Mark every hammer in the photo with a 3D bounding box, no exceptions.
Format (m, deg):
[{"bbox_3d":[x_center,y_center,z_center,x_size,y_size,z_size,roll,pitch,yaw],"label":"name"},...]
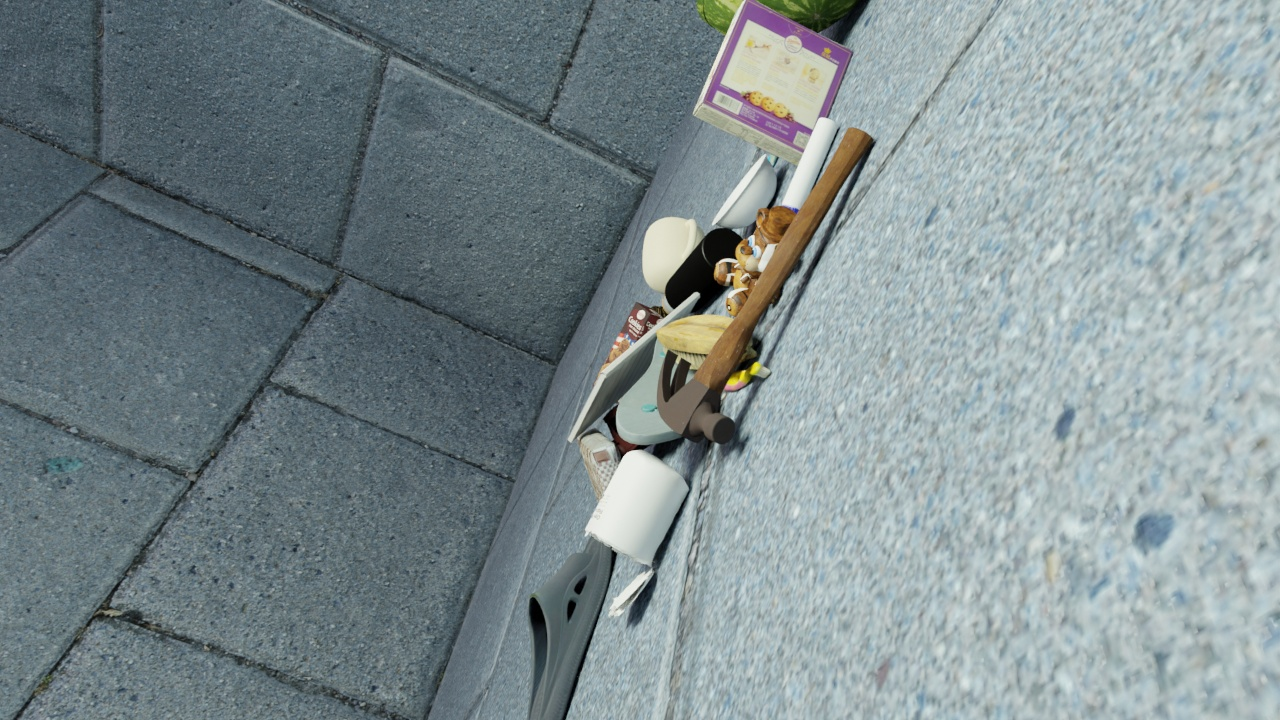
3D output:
[{"bbox_3d":[0.118,-0.071,0.850,0.323,0.033,0.115,-59,34,2],"label":"hammer"}]

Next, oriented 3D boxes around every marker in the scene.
[{"bbox_3d":[0.177,-0.195,0.985,0.027,0.023,0.133,18,84,61],"label":"marker"}]

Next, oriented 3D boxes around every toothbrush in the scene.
[{"bbox_3d":[0.101,0.016,0.903,0.135,0.016,0.021,143,148,-78],"label":"toothbrush"}]

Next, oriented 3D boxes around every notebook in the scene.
[{"bbox_3d":[-0.007,0.007,1.168,0.209,0.009,0.143,-41,-14,-42],"label":"notebook"}]

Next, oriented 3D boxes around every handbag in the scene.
[{"bbox_3d":[-0.034,0.150,1.104,0.186,0.047,0.124,-171,63,-81],"label":"handbag"}]

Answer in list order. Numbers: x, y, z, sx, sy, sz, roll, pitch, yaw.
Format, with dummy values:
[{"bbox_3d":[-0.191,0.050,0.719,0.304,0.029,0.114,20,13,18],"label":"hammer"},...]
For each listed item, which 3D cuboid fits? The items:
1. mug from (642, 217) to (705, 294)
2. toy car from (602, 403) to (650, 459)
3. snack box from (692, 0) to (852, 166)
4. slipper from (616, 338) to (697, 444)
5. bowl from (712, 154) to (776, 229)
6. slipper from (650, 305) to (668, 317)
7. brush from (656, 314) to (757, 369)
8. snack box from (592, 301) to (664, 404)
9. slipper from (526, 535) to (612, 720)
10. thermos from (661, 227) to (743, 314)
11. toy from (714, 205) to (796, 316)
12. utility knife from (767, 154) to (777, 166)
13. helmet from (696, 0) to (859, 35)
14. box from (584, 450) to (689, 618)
[{"bbox_3d":[0.056,-0.160,1.418,0.120,0.096,0.099,132,151,-51],"label":"mug"},{"bbox_3d":[0.002,0.074,1.126,0.070,0.062,0.170,-29,-8,-24],"label":"toy car"},{"bbox_3d":[0.155,-0.324,1.069,0.041,0.143,0.148,150,144,-77],"label":"snack box"},{"bbox_3d":[0.043,0.036,1.027,0.268,0.098,0.055,-63,-30,-60],"label":"slipper"},{"bbox_3d":[0.141,-0.204,1.164,0.110,0.040,0.110,-53,6,8],"label":"bowl"},{"bbox_3d":[-0.004,-0.008,1.435,0.113,0.075,0.267,-60,10,31],"label":"slipper"},{"bbox_3d":[0.067,-0.019,0.979,0.059,0.043,0.195,-26,14,-18],"label":"brush"},{"bbox_3d":[-0.016,-0.010,1.334,0.141,0.031,0.051,-62,32,10],"label":"snack box"},{"bbox_3d":[-0.107,0.327,1.119,0.111,0.083,0.267,122,167,-55],"label":"slipper"},{"bbox_3d":[0.076,-0.108,1.253,0.232,0.061,0.061,135,158,-68],"label":"thermos"},{"bbox_3d":[0.123,-0.105,0.933,0.113,0.067,0.087,105,156,-47],"label":"toy"},{"bbox_3d":[0.145,-0.227,1.310,0.206,0.015,0.031,-51,15,49],"label":"utility knife"},{"bbox_3d":[0.182,-0.519,1.139,0.213,0.243,0.246,49,-147,-68],"label":"helmet"},{"bbox_3d":[-0.011,0.180,0.938,0.165,0.092,0.083,-59,10,-12],"label":"box"}]
